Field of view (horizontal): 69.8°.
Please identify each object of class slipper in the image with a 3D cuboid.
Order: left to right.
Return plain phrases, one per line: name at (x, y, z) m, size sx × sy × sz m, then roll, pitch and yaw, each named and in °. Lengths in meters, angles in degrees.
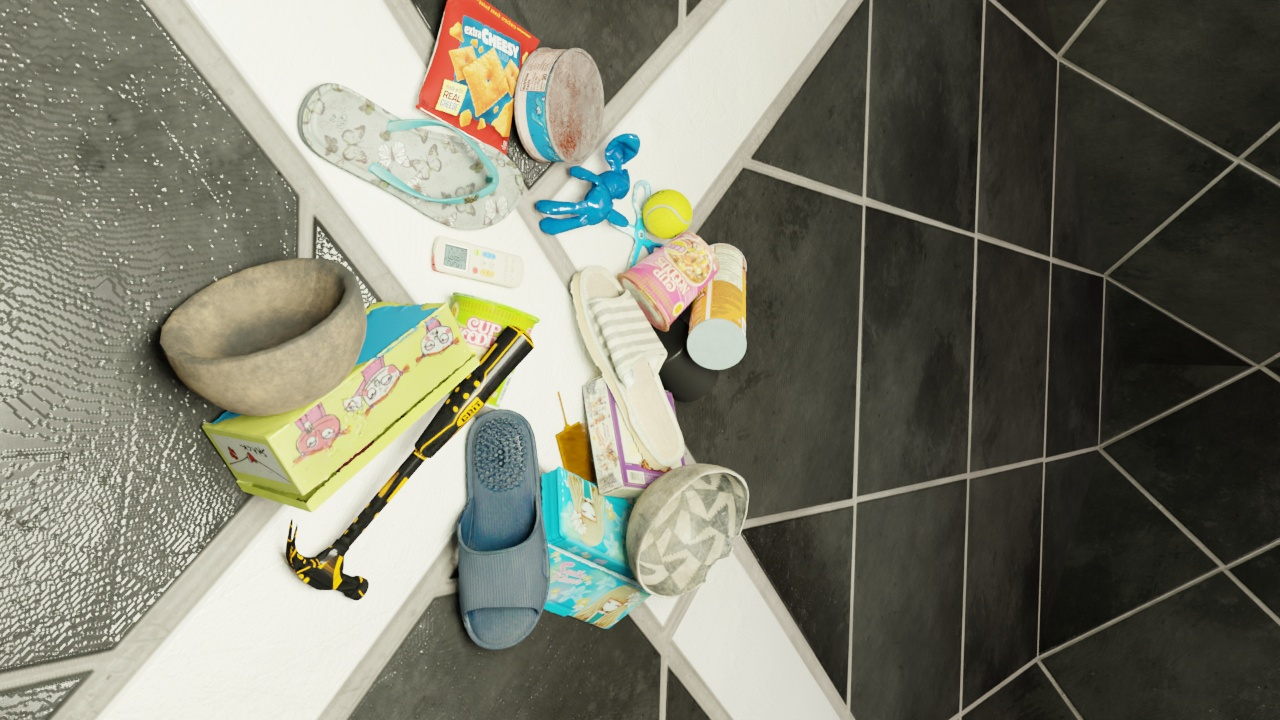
slipper at (-0.219, -0.198, 0.942) m, size 0.268 × 0.055 × 0.098 m, roll 14°, pitch 93°, yaw -46°
slipper at (-0.149, 0.184, 0.994) m, size 0.082 × 0.101 × 0.263 m, roll 136°, pitch -46°, yaw -85°
slipper at (-0.007, 0.007, 1.150) m, size 0.114 × 0.054 × 0.272 m, roll -31°, pitch 99°, yaw -60°

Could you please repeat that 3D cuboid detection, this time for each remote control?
remote control at (-0.180, -0.108, 1.023) m, size 0.125 × 0.018 × 0.038 m, roll 10°, pitch 84°, yaw -48°

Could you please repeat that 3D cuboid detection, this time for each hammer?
hammer at (-0.218, 0.090, 0.903) m, size 0.320 × 0.036 × 0.123 m, roll -51°, pitch 140°, yaw -12°

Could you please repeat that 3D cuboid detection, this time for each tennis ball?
tennis ball at (0.036, -0.194, 1.216) m, size 0.065 × 0.065 × 0.065 m, roll -3°, pitch 94°, yaw -49°

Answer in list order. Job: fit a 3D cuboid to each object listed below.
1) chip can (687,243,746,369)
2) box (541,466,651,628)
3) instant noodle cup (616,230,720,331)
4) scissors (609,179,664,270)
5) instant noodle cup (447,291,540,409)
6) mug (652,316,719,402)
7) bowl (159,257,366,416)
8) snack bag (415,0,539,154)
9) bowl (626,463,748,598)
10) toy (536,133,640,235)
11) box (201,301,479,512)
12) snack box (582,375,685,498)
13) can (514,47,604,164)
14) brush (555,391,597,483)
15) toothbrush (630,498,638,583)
chip can at (0.106, -0.078, 1.240) m, size 0.214 × 0.075 × 0.075 m, roll -80°, pitch 149°, yaw -56°
box at (-0.053, 0.243, 1.128) m, size 0.227 × 0.086 × 0.169 m, roll 36°, pitch 73°, yaw -44°
instant noodle cup at (0.042, -0.108, 1.191) m, size 0.108 × 0.098 × 0.098 m, roll -41°, pitch 125°, yaw -11°
scissors at (0.006, -0.172, 1.241) m, size 0.139 × 0.011 × 0.134 m, roll 33°, pitch 65°, yaw -46°
instant noodle cup at (-0.170, -0.008, 0.987) m, size 0.098 × 0.099 × 0.108 m, roll 23°, pitch 82°, yaw -47°
mug at (0.053, -0.012, 1.264) m, size 0.088 × 0.078 × 0.113 m, roll 50°, pitch 29°, yaw -38°
bowl at (-0.309, -0.017, 0.775) m, size 0.161 × 0.162 × 0.070 m, roll -45°, pitch 138°, yaw -39°
snack bag at (-0.176, -0.314, 0.999) m, size 0.130 × 0.039 × 0.144 m, roll 21°, pitch 82°, yaw -50°
bowl at (0.043, 0.194, 1.122) m, size 0.178 × 0.081 × 0.179 m, roll -24°, pitch 129°, yaw -33°
toy at (-0.051, -0.211, 1.122) m, size 0.175 × 0.071 × 0.113 m, roll -43°, pitch 148°, yaw -37°
box at (-0.269, 0.032, 0.848) m, size 0.220 × 0.125 × 0.083 m, roll -45°, pitch 126°, yaw -41°
snack box at (-0.003, 0.103, 1.181) m, size 0.143 × 0.041 × 0.147 m, roll 16°, pitch 57°, yaw -49°
can at (-0.092, -0.296, 1.068) m, size 0.129 × 0.044 × 0.130 m, roll -34°, pitch 130°, yaw -57°
brush at (-0.082, 0.103, 1.146) m, size 0.048 × 0.017 × 0.126 m, roll -29°, pitch 113°, yaw -45°
toothbrush at (-0.004, 0.243, 1.244) m, size 0.022 × 0.017 × 0.135 m, roll 2°, pitch 90°, yaw -50°
